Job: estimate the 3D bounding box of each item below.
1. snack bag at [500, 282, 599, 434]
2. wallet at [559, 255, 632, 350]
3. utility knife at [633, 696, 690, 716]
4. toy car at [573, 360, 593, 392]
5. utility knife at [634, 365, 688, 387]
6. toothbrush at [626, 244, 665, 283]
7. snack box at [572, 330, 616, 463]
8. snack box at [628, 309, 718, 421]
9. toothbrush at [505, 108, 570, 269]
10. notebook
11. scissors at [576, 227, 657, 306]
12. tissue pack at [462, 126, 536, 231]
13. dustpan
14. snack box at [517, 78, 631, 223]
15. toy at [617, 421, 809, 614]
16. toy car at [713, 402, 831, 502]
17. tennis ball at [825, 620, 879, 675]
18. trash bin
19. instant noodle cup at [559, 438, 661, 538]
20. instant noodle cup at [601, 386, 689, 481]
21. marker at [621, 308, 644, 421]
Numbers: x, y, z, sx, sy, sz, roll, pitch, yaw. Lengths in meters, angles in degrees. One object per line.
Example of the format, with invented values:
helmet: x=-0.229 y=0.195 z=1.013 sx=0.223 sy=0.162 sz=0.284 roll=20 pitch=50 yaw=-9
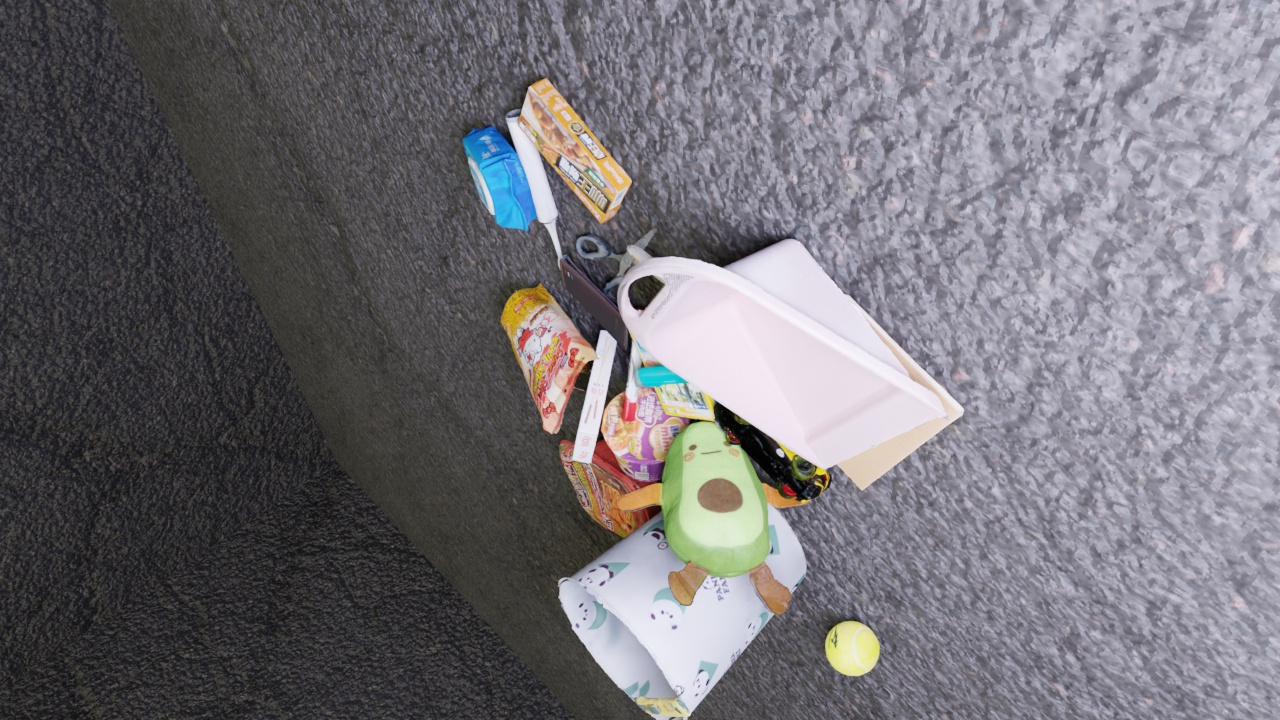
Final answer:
snack bag: x=-0.126 y=-0.011 z=1.240 sx=0.129 sy=0.073 sz=0.207 roll=-59 pitch=37 yaw=21
wallet: x=-0.054 y=-0.072 z=1.160 sx=0.122 sy=0.020 sz=0.096 roll=46 pitch=169 yaw=13
utility knife: x=0.027 y=0.401 z=1.069 sx=0.031 sy=0.018 sz=0.165 roll=44 pitch=148 yaw=0
toy car: x=-0.101 y=0.014 z=1.344 sx=0.122 sy=0.037 sz=0.056 roll=17 pitch=140 yaw=32
utility knife: x=0.070 y=0.013 z=1.032 sx=0.206 sy=0.013 sz=0.029 roll=-6 pitch=120 yaw=40
toothbrush: x=0.054 y=-0.067 z=1.008 sx=0.191 sy=0.016 sz=0.018 roll=41 pitch=157 yaw=16
snack box: x=-0.058 y=0.046 z=1.197 sx=0.027 sy=0.156 sz=0.085 roll=12 pitch=147 yaw=-2
snack box: x=0.044 y=0.005 z=1.088 sx=0.087 sy=0.033 sz=0.140 roll=4 pitch=124 yaw=46
toothbrush: x=-0.120 y=-0.200 z=1.125 sx=0.027 sy=0.026 sz=0.221 roll=18 pitch=138 yaw=37
notebook: x=0.210 y=0.039 z=0.899 sx=0.148 sy=0.008 sz=0.208 roll=47 pitch=153 yaw=12
scissors: x=-0.020 y=-0.116 z=1.080 sx=0.174 sy=0.014 sz=0.160 roll=36 pitch=148 yaw=28
tissue pack: x=-0.173 y=-0.221 z=1.117 sx=0.157 sy=0.052 sz=0.095 roll=-127 pitch=17 yaw=-53
dustpan: x=0.107 y=0.007 z=0.866 sx=0.273 sy=0.138 sz=0.223 roll=56 pitch=154 yaw=10
snack box: x=-0.074 y=-0.230 z=1.013 sx=0.153 sy=0.026 sz=0.075 roll=50 pitch=154 yaw=6
toy: x=0.086 y=0.169 z=1.046 sx=0.090 sy=0.226 sz=0.246 roll=108 pitch=159 yaw=-46
toy car: x=0.147 y=0.096 z=1.032 sx=0.156 sy=0.041 sz=0.071 roll=43 pitch=152 yaw=16
tennis ball: x=0.261 y=0.355 z=1.133 sx=0.065 sy=0.065 sz=0.066 roll=39 pitch=150 yaw=27
trash bin: x=0.062 y=0.292 z=1.170 sx=0.229 sy=0.251 sz=0.230 roll=39 pitch=151 yaw=27
instant noodle cup: x=-0.032 y=0.198 z=1.404 sx=0.189 sy=0.079 sz=0.165 roll=27 pitch=144 yaw=43
instant noodle cup: x=0.008 y=0.102 z=1.204 sx=0.111 sy=0.111 sz=0.099 roll=43 pitch=162 yaw=21
marker: x=-0.007 y=0.007 z=1.134 sx=0.017 sy=0.017 sz=0.145 roll=26 pitch=116 yaw=43
